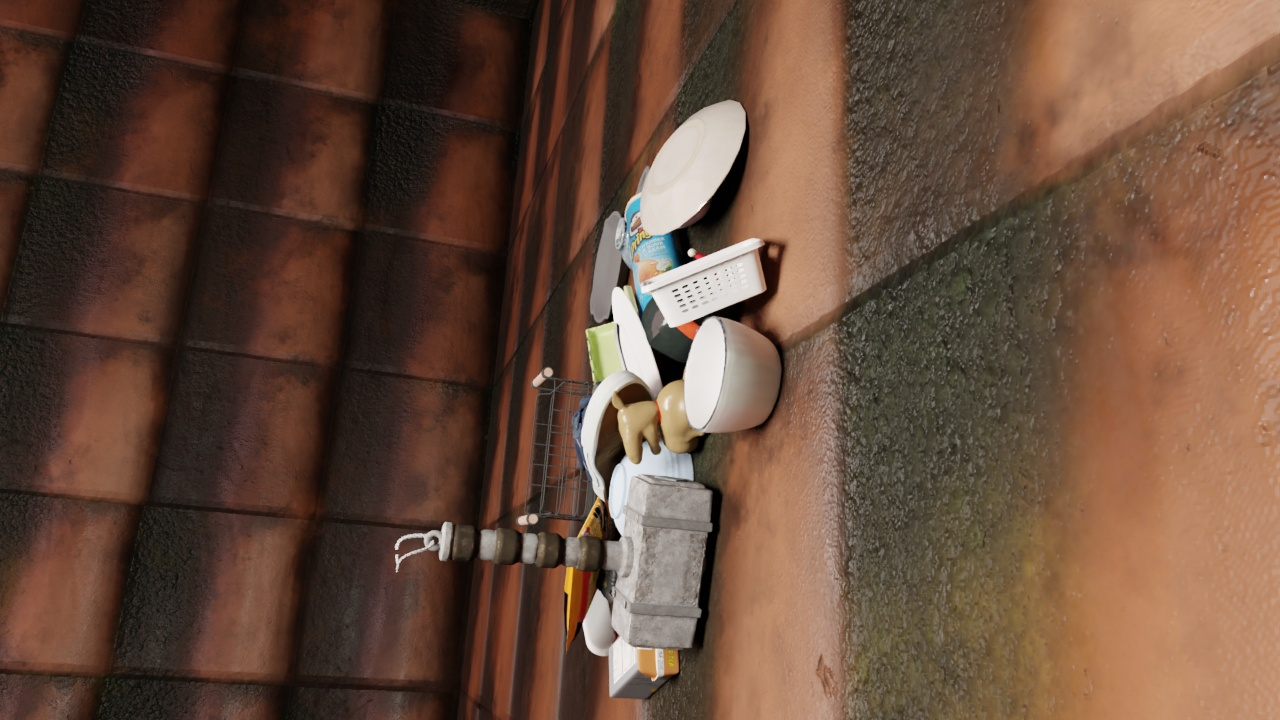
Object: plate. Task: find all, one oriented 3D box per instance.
[{"bbox_3d":[0.052,-0.240,1.112,0.189,0.027,0.188,-40,34,34],"label":"plate"},{"bbox_3d":[-0.007,0.007,1.192,0.209,0.015,0.208,162,91,-80],"label":"plate"}]

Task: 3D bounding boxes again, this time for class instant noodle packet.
[{"bbox_3d":[-0.068,0.273,1.274,0.220,0.032,0.160,-60,-23,-67],"label":"instant noodle packet"}]

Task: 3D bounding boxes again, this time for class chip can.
[{"bbox_3d":[0.025,-0.124,1.205,0.080,0.079,0.229,113,159,-43],"label":"chip can"}]

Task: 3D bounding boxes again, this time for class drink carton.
[{"bbox_3d":[0.002,0.352,1.084,0.125,0.048,0.076,118,155,-51],"label":"drink carton"}]

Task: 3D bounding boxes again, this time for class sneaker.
[{"bbox_3d":[-0.053,0.074,1.178,0.127,0.120,0.295,45,158,18],"label":"sneaker"}]

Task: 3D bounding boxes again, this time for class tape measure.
[{"bbox_3d":[-0.034,0.283,1.211,0.067,0.038,0.062,-151,71,-72],"label":"tape measure"}]

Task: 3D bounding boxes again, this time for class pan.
[{"bbox_3d":[-0.030,-0.194,1.531,0.356,0.024,0.216,117,156,-52],"label":"pan"}]

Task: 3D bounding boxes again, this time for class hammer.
[{"bbox_3d":[-0.088,0.199,0.962,0.079,0.326,0.177,-179,97,-75],"label":"hammer"}]

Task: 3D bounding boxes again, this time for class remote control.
[{"bbox_3d":[-0.062,0.373,1.318,0.136,0.043,0.013,-114,35,-63],"label":"remote control"}]

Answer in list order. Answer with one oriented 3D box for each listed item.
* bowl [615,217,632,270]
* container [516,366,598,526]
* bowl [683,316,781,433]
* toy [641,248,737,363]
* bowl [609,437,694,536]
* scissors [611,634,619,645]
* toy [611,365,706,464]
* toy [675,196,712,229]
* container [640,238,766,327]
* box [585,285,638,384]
[{"bbox_3d":[-0.003,-0.185,1.363,0.114,0.060,0.114,-172,91,-74],"label":"bowl"},{"bbox_3d":[-0.112,0.145,1.454,0.163,0.130,0.241,146,130,-70],"label":"container"},{"bbox_3d":[0.091,0.017,0.900,0.116,0.065,0.116,-172,91,-75],"label":"bowl"},{"bbox_3d":[0.060,-0.056,1.012,0.119,0.097,0.099,-48,-15,24],"label":"toy"},{"bbox_3d":[0.005,0.164,1.122,0.151,0.074,0.150,-173,91,-75],"label":"bowl"},{"bbox_3d":[-0.009,0.307,1.215,0.179,0.015,0.199,-99,23,-46],"label":"scissors"},{"bbox_3d":[0.028,0.066,1.049,0.134,0.108,0.106,-112,6,-62],"label":"toy"},{"bbox_3d":[0.061,-0.219,1.166,0.108,0.053,0.105,-7,66,70],"label":"toy"},{"bbox_3d":[0.068,-0.077,0.929,0.080,0.129,0.049,-88,-24,-81],"label":"container"},{"bbox_3d":[-0.026,-0.017,1.390,0.131,0.064,0.187,-51,28,23],"label":"box"}]
